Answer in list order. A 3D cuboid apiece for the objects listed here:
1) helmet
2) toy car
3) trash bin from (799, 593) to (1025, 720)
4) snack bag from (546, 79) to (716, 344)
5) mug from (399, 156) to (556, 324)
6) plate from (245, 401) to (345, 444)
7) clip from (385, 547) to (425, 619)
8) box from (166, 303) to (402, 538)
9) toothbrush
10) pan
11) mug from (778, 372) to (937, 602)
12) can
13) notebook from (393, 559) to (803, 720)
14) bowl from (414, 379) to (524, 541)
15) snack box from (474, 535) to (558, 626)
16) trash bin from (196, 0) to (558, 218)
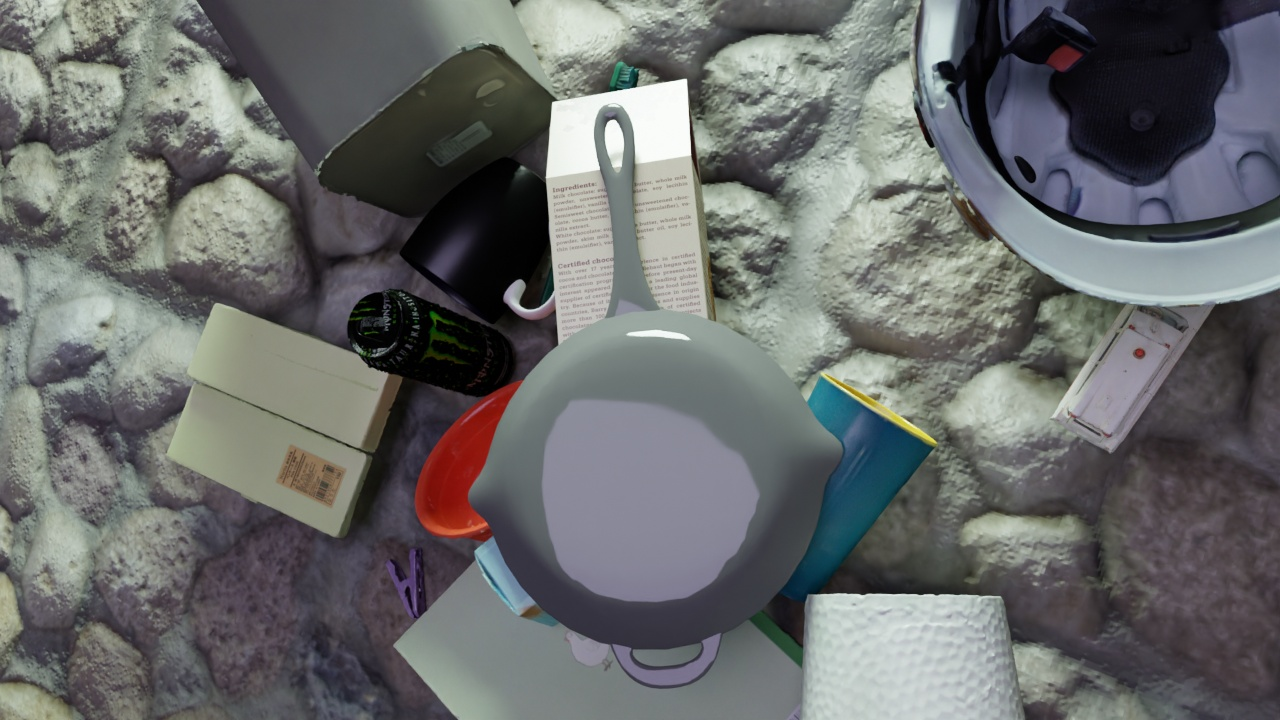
[{"bbox_3d":[0.268,-0.153,0.474,0.237,0.163,0.264,-6,86,24],"label":"helmet"},{"bbox_3d":[0.278,-0.005,0.512,0.039,0.039,0.113,34,94,23],"label":"toy car"},{"bbox_3d":[0.144,0.207,0.487,0.133,0.133,0.161,-5,74,20],"label":"trash bin"},{"bbox_3d":[-0.006,-0.084,0.611,0.094,0.070,0.206,-7,79,9],"label":"snack bag"},{"bbox_3d":[-0.094,-0.081,0.648,0.119,0.085,0.100,33,82,21],"label":"mug"},{"bbox_3d":[-0.264,0.045,0.723,0.104,0.026,0.104,-4,79,20],"label":"plate"},{"bbox_3d":[-0.167,0.160,0.674,0.050,0.014,0.046,39,94,25],"label":"clip"},{"bbox_3d":[-0.278,0.043,0.703,0.187,0.024,0.137,20,91,23],"label":"box"},{"bbox_3d":[-0.037,-0.126,0.668,0.017,0.016,0.189,17,88,19],"label":"toothbrush"},{"bbox_3d":[-0.003,0.003,0.533,0.217,0.024,0.354,-9,73,9],"label":"pan"},{"bbox_3d":[0.110,0.078,0.549,0.078,0.078,0.121,34,99,23],"label":"mug"},{"bbox_3d":[-0.138,-0.010,0.622,0.054,0.137,0.054,-4,78,20],"label":"can"},{"bbox_3d":[-0.011,0.199,0.576,0.252,0.010,0.181,39,77,22],"label":"notebook"},{"bbox_3d":[-0.087,0.075,0.620,0.131,0.045,0.130,-25,37,20],"label":"bowl"},{"bbox_3d":[-0.014,0.090,0.571,0.174,0.075,0.053,-39,66,-4],"label":"snack box"},{"bbox_3d":[-0.189,-0.244,0.661,0.198,0.197,0.220,-34,77,13],"label":"trash bin"}]
